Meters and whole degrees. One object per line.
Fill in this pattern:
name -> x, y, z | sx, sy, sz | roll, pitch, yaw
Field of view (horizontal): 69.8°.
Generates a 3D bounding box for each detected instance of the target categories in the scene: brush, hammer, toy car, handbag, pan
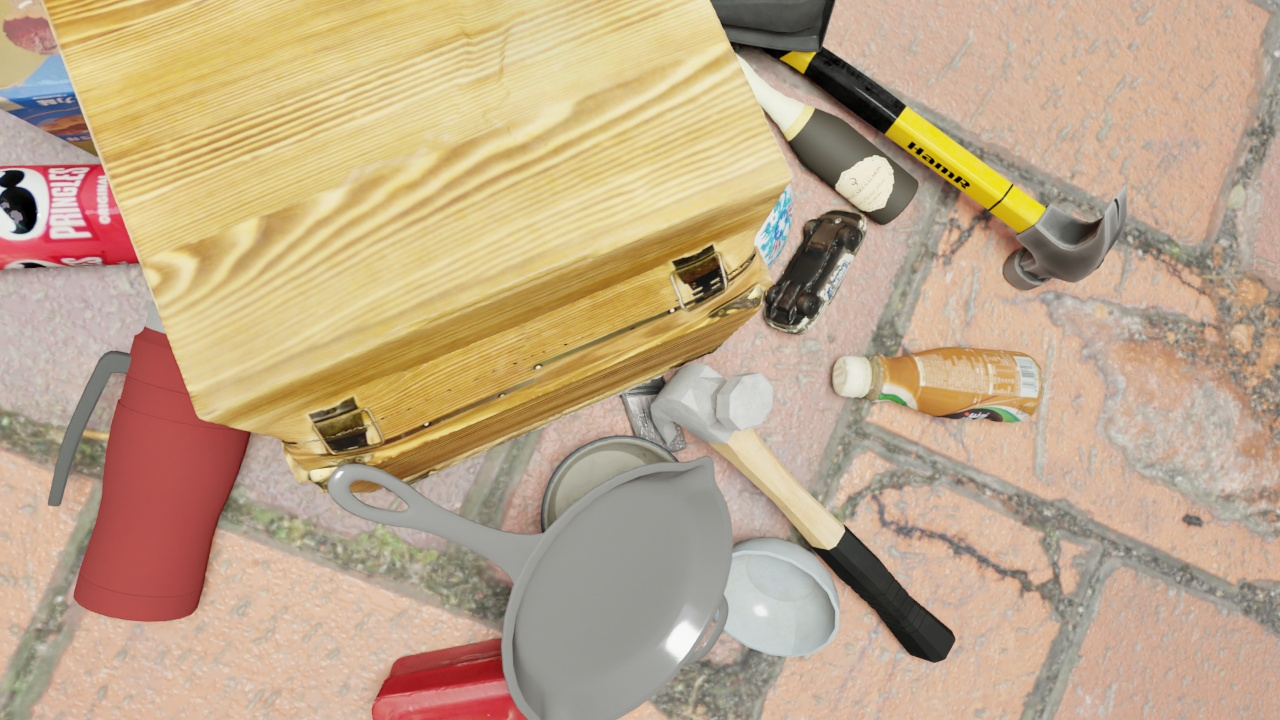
brush -> -0.004, 0.004, 0.715 | 0.039, 0.012, 0.151 | -20, 96, -12
hammer -> 0.223, -0.169, 0.708 | 0.324, 0.170, 0.034 | 37, 83, 2
hammer -> 0.133, 0.124, 0.698 | 0.328, 0.131, 0.039 | 46, 68, -20
toy car -> 0.141, -0.070, 0.729 | 0.040, 0.048, 0.112 | 36, 83, -42
handbag -> 0.036, -0.323, 0.677 | 0.196, 0.072, 0.175 | 0, 70, 0
pan -> -0.052, 0.130, 0.575 | 0.354, 0.024, 0.216 | 36, 83, -44

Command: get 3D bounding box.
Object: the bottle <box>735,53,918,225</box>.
bottle -> 0.136, -0.179, 0.725 | 0.184, 0.045, 0.045 | 36, 84, -10

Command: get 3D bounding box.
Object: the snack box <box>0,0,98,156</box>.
snack box -> -0.275, -0.190, 0.584 | 0.202, 0.155, 0.069 | -10, 94, -12

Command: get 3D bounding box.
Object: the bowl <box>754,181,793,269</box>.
bowl -> 0.058, -0.121, 0.695 | 0.144, 0.074, 0.144 | 0, 91, -12

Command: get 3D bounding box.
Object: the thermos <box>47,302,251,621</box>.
thermos -> -0.323, 0.063, 0.611 | 0.108, 0.084, 0.198 | 15, 90, -31

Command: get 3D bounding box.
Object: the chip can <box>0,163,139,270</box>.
chip can -> -0.344, -0.098, 0.615 | 0.232, 0.073, 0.073 | -4, 92, -12

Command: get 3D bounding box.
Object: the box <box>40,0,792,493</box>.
box -> -0.097, -0.075, 0.552 | 0.279, 0.337, 0.286 | -23, 81, -8

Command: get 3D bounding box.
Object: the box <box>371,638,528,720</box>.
box -> -0.115, 0.289, 0.664 | 0.129, 0.097, 0.157 | -7, 96, -7

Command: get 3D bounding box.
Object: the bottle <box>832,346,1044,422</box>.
bottle -> 0.239, 0.017, 0.742 | 0.167, 0.059, 0.059 | 4, 90, -12

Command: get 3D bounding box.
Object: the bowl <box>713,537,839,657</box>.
bowl -> 0.104, 0.176, 0.709 | 0.106, 0.039, 0.106 | 12, 124, 18

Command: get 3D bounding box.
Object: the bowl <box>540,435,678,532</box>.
bowl -> -0.020, 0.111, 0.690 | 0.115, 0.059, 0.115 | 0, 91, -12
